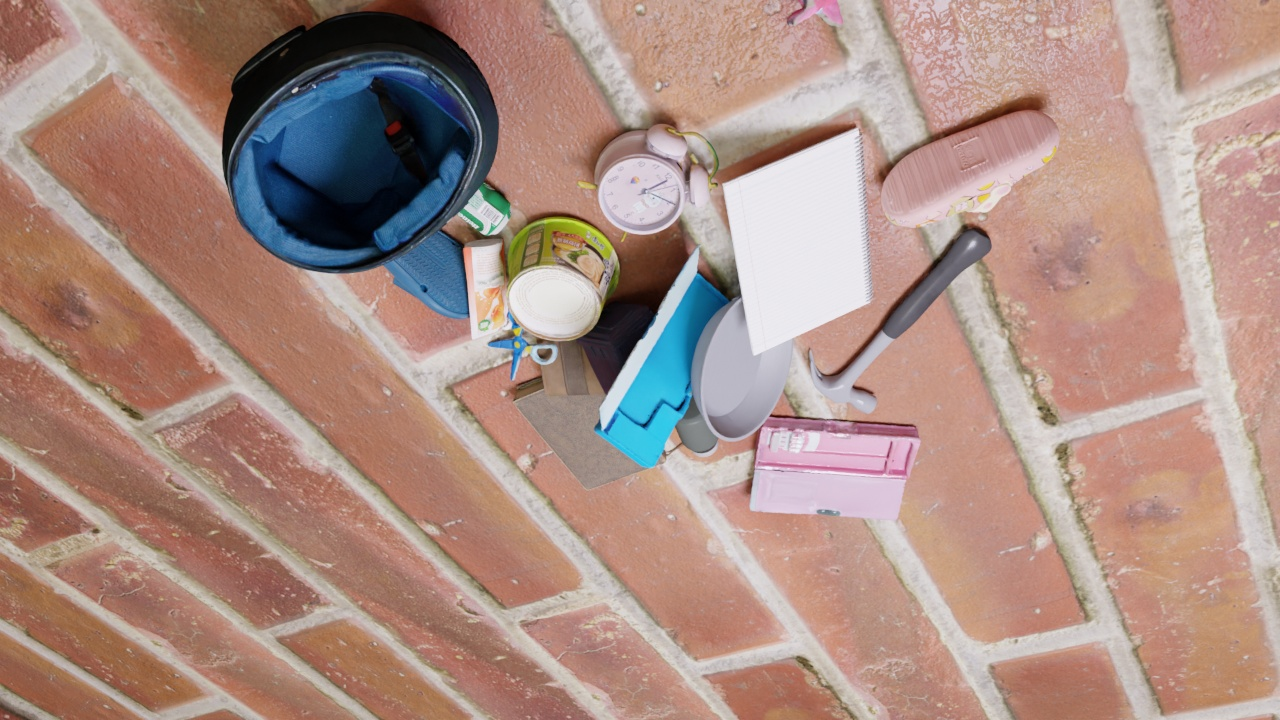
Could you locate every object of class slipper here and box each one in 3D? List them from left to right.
[{"bbox_3d":[-0.286,-0.126,1.155,0.213,0.103,0.059,38,137,-27],"label":"slipper"},{"bbox_3d":[0.371,-0.207,1.032,0.198,0.093,0.081,-26,143,23],"label":"slipper"}]

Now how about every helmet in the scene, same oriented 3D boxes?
[{"bbox_3d":[-0.282,-0.246,0.963,0.317,0.235,0.249,-32,121,26],"label":"helmet"}]

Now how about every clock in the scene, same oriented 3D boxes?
[{"bbox_3d":[0.018,-0.213,1.074,0.158,0.058,0.117,-24,124,23],"label":"clock"}]

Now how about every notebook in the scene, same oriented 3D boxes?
[{"bbox_3d":[-0.053,0.093,1.357,0.190,0.034,0.215,-21,124,20],"label":"notebook"},{"bbox_3d":[0.196,-0.136,1.097,0.177,0.013,0.246,-24,129,-11],"label":"notebook"}]

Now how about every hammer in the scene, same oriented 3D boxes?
[{"bbox_3d":[0.335,-0.053,1.196,0.125,0.029,0.312,24,128,-15],"label":"hammer"}]

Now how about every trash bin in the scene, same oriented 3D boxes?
[{"bbox_3d":[-0.007,0.007,1.215,0.092,0.093,0.161,13,137,47],"label":"trash bin"}]

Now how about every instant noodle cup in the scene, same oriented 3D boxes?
[{"bbox_3d":[-0.102,-0.098,1.159,0.146,0.097,0.146,3,131,4],"label":"instant noodle cup"}]

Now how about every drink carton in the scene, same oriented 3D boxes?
[{"bbox_3d":[-0.196,-0.091,1.178,0.039,0.069,0.122,15,115,36],"label":"drink carton"}]

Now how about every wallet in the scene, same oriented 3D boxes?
[{"bbox_3d":[-0.091,-0.008,1.260,0.099,0.026,0.121,-2,109,12],"label":"wallet"}]

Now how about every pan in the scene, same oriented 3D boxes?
[{"bbox_3d":[0.133,-0.068,1.152,0.051,0.200,0.357,18,117,39],"label":"pan"}]

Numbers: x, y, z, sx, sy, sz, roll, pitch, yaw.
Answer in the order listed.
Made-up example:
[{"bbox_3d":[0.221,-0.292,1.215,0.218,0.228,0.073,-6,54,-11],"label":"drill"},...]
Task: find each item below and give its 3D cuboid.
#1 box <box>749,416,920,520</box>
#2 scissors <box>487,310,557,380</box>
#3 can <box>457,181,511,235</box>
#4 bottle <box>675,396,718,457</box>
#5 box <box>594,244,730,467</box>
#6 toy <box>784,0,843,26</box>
[{"bbox_3d":[0.285,0.162,1.376,0.233,0.039,0.179,5,127,2],"label":"box"},{"bbox_3d":[-0.160,-0.021,1.259,0.127,0.015,0.126,33,125,24],"label":"scissors"},{"bbox_3d":[-0.206,-0.197,1.115,0.101,0.053,0.053,37,124,-23],"label":"can"},{"bbox_3d":[0.081,0.094,1.321,0.060,0.060,0.108,-8,143,13],"label":"bottle"},{"bbox_3d":[0.021,-0.009,1.138,0.071,0.243,0.170,19,159,35],"label":"box"},{"bbox_3d":[0.181,-0.389,0.921,0.065,0.050,0.103,-14,135,-31],"label":"toy"}]
